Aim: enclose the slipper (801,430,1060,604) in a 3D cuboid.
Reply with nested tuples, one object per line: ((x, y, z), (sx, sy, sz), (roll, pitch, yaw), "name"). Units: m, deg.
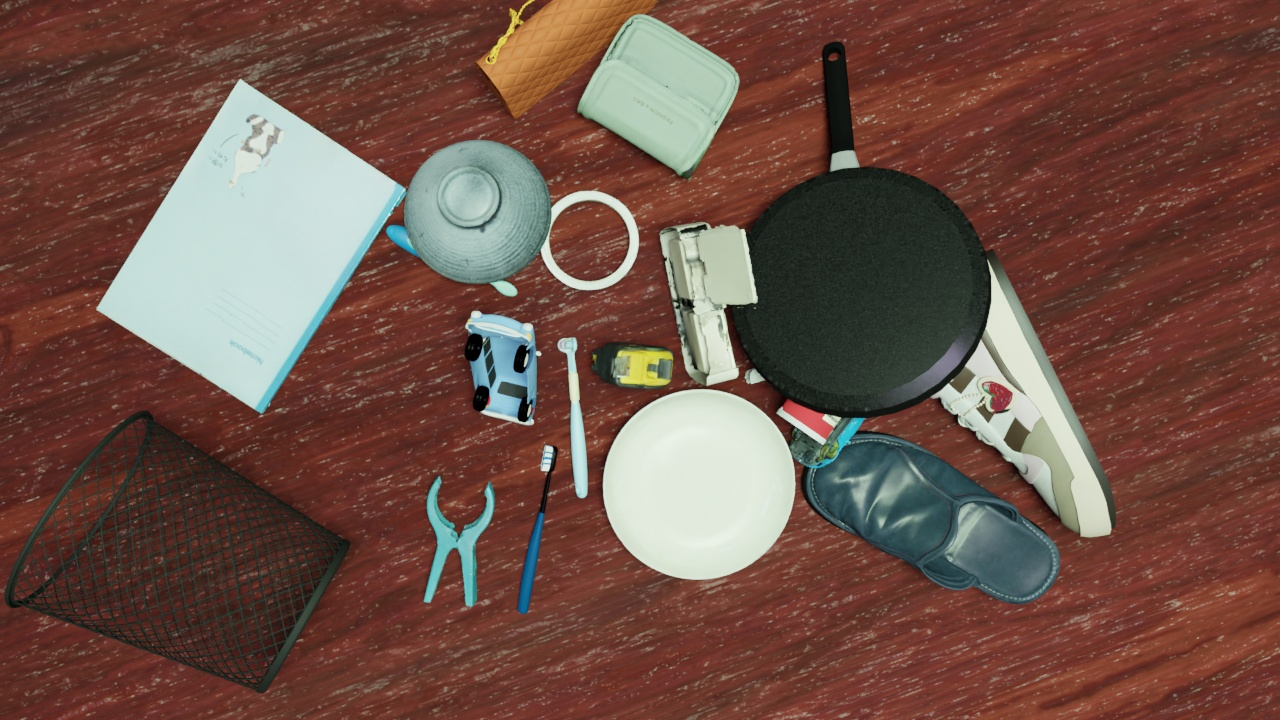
((0.285, 0.154, 0.870), (0.265, 0.083, 0.109), (28, 94, 0), "slipper")

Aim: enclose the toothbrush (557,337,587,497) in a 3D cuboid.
((-0.062, 0.055, 0.878), (0.022, 0.016, 0.155), (-3, 95, 29), "toothbrush")

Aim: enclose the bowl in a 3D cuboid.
((-0.150, -0.141, 0.825), (0.137, 0.057, 0.137), (0, 85, -1), "bowl")

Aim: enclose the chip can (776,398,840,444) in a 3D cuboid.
((0.207, -0.025, 0.841), (0.052, 0.052, 0.215), (34, 92, -5), "chip can")

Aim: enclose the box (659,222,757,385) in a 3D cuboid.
((0.065, -0.049, 0.793), (0.044, 0.184, 0.143), (-13, 100, -7), "box")

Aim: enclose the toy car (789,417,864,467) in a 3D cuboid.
((0.187, 0.059, 0.877), (0.105, 0.048, 0.032), (-52, 131, -3), "toy car")

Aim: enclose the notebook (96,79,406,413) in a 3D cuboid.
((-0.360, -0.103, 0.852), (0.181, 0.009, 0.253), (33, 93, -5), "notebook")

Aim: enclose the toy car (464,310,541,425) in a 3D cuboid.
((-0.120, 0.005, 0.816), (0.056, 0.154, 0.054), (14, 57, 4), "toy car")

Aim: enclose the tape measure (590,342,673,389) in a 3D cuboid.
((-0.005, 0.005, 0.849), (0.072, 0.071, 0.042), (1, 92, -25), "tape measure")

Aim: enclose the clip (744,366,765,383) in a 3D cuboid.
((0.147, -0.013, 0.870), (0.102, 0.052, 0.059), (-14, 108, -3), "clip")

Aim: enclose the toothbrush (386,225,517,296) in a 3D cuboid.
((-0.176, -0.093, 0.861), (0.135, 0.017, 0.022), (27, 93, -2), "toothbrush")

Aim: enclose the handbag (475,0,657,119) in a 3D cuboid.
((-0.067, -0.297, 0.802), (0.172, 0.109, 0.060), (-39, 96, 0), "handbag")

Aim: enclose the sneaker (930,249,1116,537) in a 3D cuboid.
((0.339, 0.049, 0.866), (0.117, 0.111, 0.294), (-26, 97, 21), "sneaker")

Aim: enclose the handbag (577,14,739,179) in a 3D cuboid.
((0.020, -0.240, 0.833), (0.122, 0.067, 0.106), (30, 94, -5), "handbag")

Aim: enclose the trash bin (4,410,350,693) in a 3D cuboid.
((-0.384, 0.176, 0.797), (0.210, 0.184, 0.184), (30, 92, -11), "trash bin")

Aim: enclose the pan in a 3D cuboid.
((0.186, -0.127, 0.822), (0.226, 0.034, 0.356), (-6, 79, 18), "pan")

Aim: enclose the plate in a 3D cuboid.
((0.055, 0.116, 0.880), (0.182, 0.034, 0.182), (0, 95, -3), "plate")

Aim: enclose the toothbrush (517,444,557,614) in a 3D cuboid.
((-0.100, 0.164, 0.885), (0.014, 0.014, 0.168), (10, 95, -15), "toothbrush")

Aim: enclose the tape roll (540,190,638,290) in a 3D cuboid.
((-0.048, -0.113, 0.866), (0.093, 0.013, 0.093), (0, 94, -3), "tape roll")

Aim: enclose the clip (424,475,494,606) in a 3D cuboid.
((-0.193, 0.166, 0.876), (0.120, 0.030, 0.130), (24, 92, -9), "clip")
